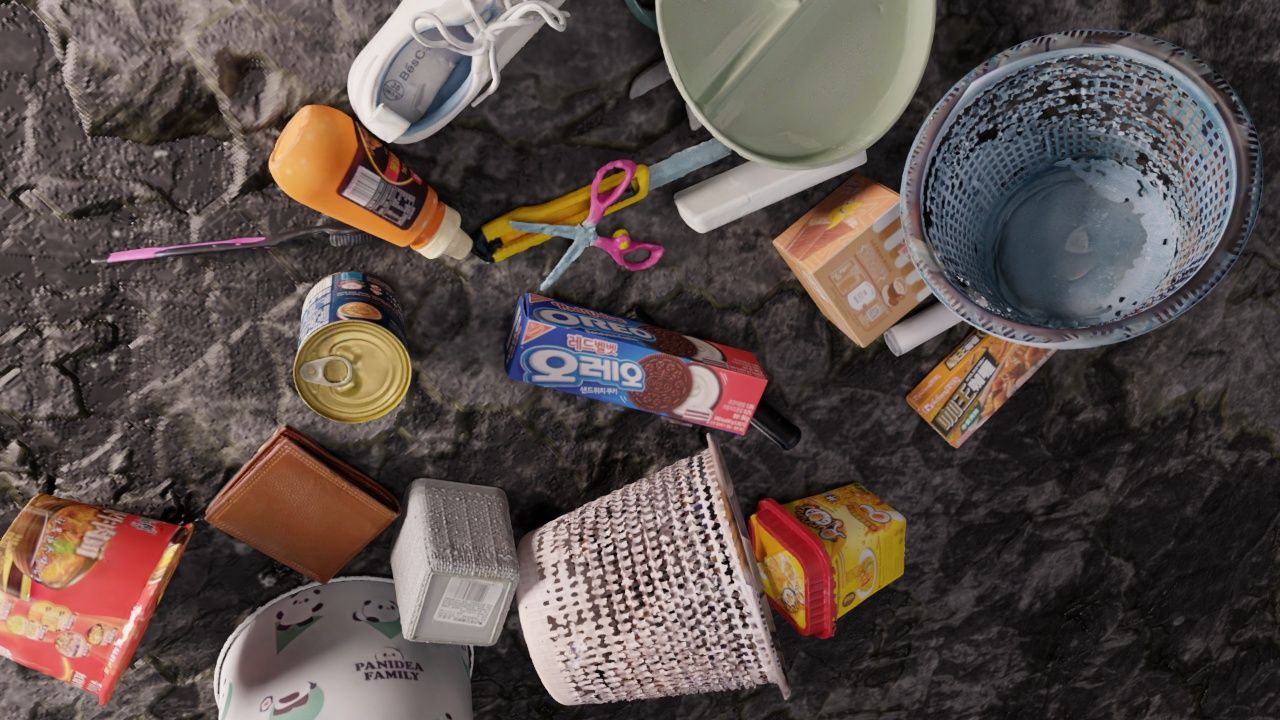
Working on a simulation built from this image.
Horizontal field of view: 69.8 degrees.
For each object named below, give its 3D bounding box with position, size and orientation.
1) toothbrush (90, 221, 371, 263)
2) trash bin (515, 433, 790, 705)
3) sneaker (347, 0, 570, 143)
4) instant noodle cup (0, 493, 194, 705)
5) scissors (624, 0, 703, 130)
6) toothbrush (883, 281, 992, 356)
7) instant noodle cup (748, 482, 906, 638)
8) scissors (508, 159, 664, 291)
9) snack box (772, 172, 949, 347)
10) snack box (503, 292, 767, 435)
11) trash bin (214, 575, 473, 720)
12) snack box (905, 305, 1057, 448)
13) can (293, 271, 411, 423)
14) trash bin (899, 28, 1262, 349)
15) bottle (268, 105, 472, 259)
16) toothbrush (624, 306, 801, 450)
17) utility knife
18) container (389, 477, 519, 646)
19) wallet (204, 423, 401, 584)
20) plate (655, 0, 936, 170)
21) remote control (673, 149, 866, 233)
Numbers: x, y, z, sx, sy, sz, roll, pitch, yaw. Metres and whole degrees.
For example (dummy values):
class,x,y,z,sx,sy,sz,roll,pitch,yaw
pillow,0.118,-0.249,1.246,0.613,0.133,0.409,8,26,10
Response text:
class,x,y,z,sx,sy,sz,roll,pitch,yaw
toothbrush,-0.287,-0.081,0.653,0.189,0.014,0.018,-9,130,-13
trash bin,0.006,0.196,0.785,0.192,0.227,0.228,-17,120,5
sneaker,-0.097,-0.236,0.592,0.242,0.090,0.089,-45,121,6
instant noodle cup,-0.413,0.169,0.672,0.108,0.137,0.138,25,106,-19
scissors,0.059,-0.264,0.671,0.170,0.019,0.175,-21,119,-9
toothbrush,0.327,-0.067,0.849,0.221,0.026,0.026,-29,83,-2
instant noodle cup,0.183,0.184,0.887,0.123,0.116,0.116,-18,120,-22
scissors,-0.036,-0.101,0.708,0.133,0.017,0.136,5,133,-27
snack box,0.183,-0.084,0.765,0.094,0.077,0.093,-40,120,5
snack box,-0.004,0.004,0.744,0.207,0.057,0.058,14,114,-14
trash bin,-0.235,0.345,0.743,0.229,0.251,0.230,-7,118,-14
snack box,0.336,0.008,0.890,0.075,0.026,0.154,39,99,-29
can,-0.205,-0.013,0.657,0.075,0.111,0.075,-7,115,-14
trash bin,0.335,-0.108,0.716,0.227,0.226,0.195,-52,155,11
bottle,-0.180,-0.115,0.645,0.149,0.066,0.067,32,102,-36
toothbrush,0.066,0.017,0.809,0.212,0.026,0.027,37,136,-27
utility knife,-0.027,-0.129,0.711,0.230,0.015,0.033,-24,123,-5
container,-0.154,0.169,0.761,0.090,0.114,0.090,11,112,-22
wallet,-0.274,0.122,0.750,0.101,0.032,0.124,-43,120,9
plate,0.112,-0.253,0.658,0.230,0.027,0.230,-5,103,-21
remote control,0.102,-0.142,0.721,0.150,0.058,0.021,-23,123,-5
